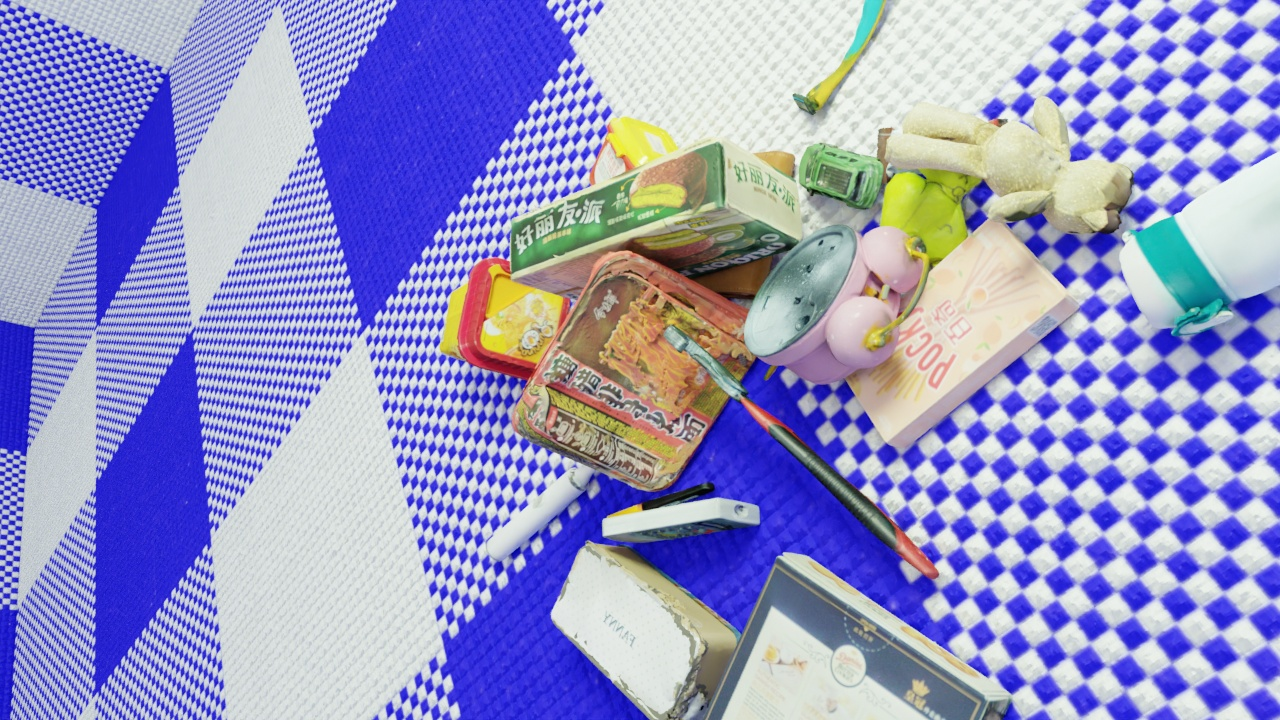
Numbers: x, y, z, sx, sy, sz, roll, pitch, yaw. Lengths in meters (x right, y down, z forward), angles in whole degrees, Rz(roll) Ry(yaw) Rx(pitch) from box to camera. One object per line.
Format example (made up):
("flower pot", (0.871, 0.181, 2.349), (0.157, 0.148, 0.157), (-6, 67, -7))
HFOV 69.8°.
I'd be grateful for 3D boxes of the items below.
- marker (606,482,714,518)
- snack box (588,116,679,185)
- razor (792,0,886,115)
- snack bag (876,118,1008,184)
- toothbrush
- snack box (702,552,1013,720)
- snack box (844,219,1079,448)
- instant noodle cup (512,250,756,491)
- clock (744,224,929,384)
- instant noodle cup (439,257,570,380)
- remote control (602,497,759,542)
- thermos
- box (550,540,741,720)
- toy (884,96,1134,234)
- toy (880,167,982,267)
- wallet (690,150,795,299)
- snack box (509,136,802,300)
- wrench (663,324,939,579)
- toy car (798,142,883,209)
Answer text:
("marker", (0.016, 0.129, 0.812), (0.124, 0.018, 0.015), (-27, 58, 36))
("snack box", (-0.005, -0.181, 0.898), (0.080, 0.082, 0.091), (-53, 44, 32))
("razor", (0.177, -0.270, 0.778), (0.133, 0.028, 0.043), (-59, 13, 17))
("snack bag", (0.224, -0.156, 0.691), (0.104, 0.026, 0.048), (7, 97, 48))
("toothbrush", (-0.078, 0.132, 0.902), (0.222, 0.026, 0.026), (-42, 44, 28))
("snack box", (0.132, 0.257, 0.630), (0.178, 0.045, 0.182), (29, 98, 47))
("snack box", (0.218, -0.018, 0.651), (0.158, 0.026, 0.084), (-46, 48, 25))
("instant noodle cup", (-0.005, 0.005, 0.791), (0.189, 0.164, 0.079), (-57, 21, 14))
("clock", (0.147, -0.041, 0.674), (0.159, 0.060, 0.117), (-20, 41, 60))
("instant noodle cup", (-0.152, -0.039, 0.983), (0.124, 0.116, 0.116), (-7, 70, 56))
("remote control", (0.031, 0.136, 0.768), (0.135, 0.056, 0.019), (-18, 64, 40))
("thermos", (0.374, -0.091, 0.487), (0.225, 0.073, 0.073), (-35, 54, 33))
("box", (-0.003, 0.222, 0.773), (0.184, 0.060, 0.090), (31, 99, 48))
("toy", (0.241, -0.127, 0.607), (0.157, 0.066, 0.105), (25, 62, 19))
("toy", (0.211, -0.118, 0.675), (0.096, 0.031, 0.100), (53, 132, 24))
("wallet", (0.080, -0.120, 0.824), (0.108, 0.031, 0.131), (6, 79, 45))
("snack box", (0.007, -0.109, 0.785), (0.241, 0.114, 0.063), (-14, 71, 40))
("wrench", (0.113, 0.062, 0.681), (0.273, 0.056, 0.016), (44, 100, 27))
("toy car", (0.157, -0.150, 0.739), (0.091, 0.036, 0.043), (-138, 53, -58))
